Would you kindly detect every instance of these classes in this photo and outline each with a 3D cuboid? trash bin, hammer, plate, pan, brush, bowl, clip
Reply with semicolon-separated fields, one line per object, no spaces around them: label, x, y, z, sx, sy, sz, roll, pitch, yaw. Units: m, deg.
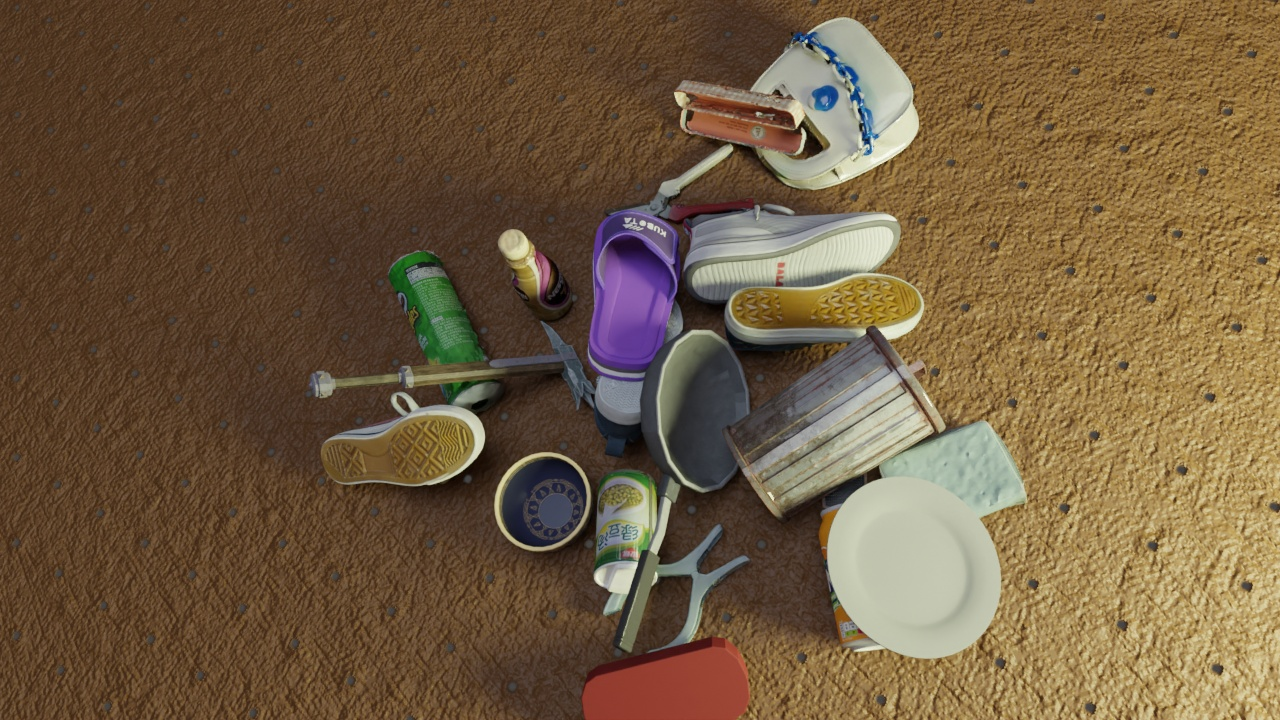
trash bin;0.208;0.065;0.969;0.211;0.130;0.130;-34;65;10
hammer;-0.219;0.012;1.064;0.316;0.028;0.147;-5;45;-28
plate;0.269;0.202;0.907;0.178;0.012;0.178;3;66;-8
pan;0.030;0.130;0.970;0.041;0.178;0.356;-5;55;39
brush;0.026;0.340;0.953;0.173;0.041;0.082;-16;97;6
bowl;-0.104;0.168;1.053;0.112;0.061;0.112;-5;68;11
brush;0.228;0.101;1.029;0.050;0.015;0.135;-1;69;13
clip;0.023;0.236;1.017;0.141;0.029;0.171;39;81;22

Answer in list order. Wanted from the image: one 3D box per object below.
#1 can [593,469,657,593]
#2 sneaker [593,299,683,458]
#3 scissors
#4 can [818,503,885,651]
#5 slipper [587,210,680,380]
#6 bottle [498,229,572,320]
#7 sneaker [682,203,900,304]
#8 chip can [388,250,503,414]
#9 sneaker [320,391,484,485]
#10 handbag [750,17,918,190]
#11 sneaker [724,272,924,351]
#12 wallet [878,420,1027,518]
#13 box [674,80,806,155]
can;-0.016;0.187;1.005;0.067;0.067;0.120;-8;49;10
sneaker;-0.006;0.006;1.083;0.089;0.088;0.234;13;46;2
scissors;0.058;-0.214;1.193;0.193;0.015;0.179;22;77;20
can;0.233;0.222;0.945;0.079;0.079;0.142;-11;67;8
slipper;-0.006;-0.103;1.064;0.107;0.084;0.265;9;47;-2
bottle;-0.130;-0.106;1.109;0.060;0.166;0.059;-4;68;11
sneaker;0.175;-0.146;1.106;0.263;0.097;0.128;-9;45;0
chip can;-0.246;-0.034;1.160;0.075;0.075;0.223;-30;66;0
sneaker;-0.274;0.098;1.106;0.242;0.087;0.118;-10;99;29
handbag;0.230;-0.320;1.159;0.200;0.093;0.200;-35;65;7
sneaker;0.209;-0.042;1.060;0.235;0.079;0.087;-5;58;-8
wallet;0.329;0.130;0.976;0.132;0.054;0.100;-21;58;7
box;0.125;-0.310;1.169;0.187;0.083;0.043;22;64;35
